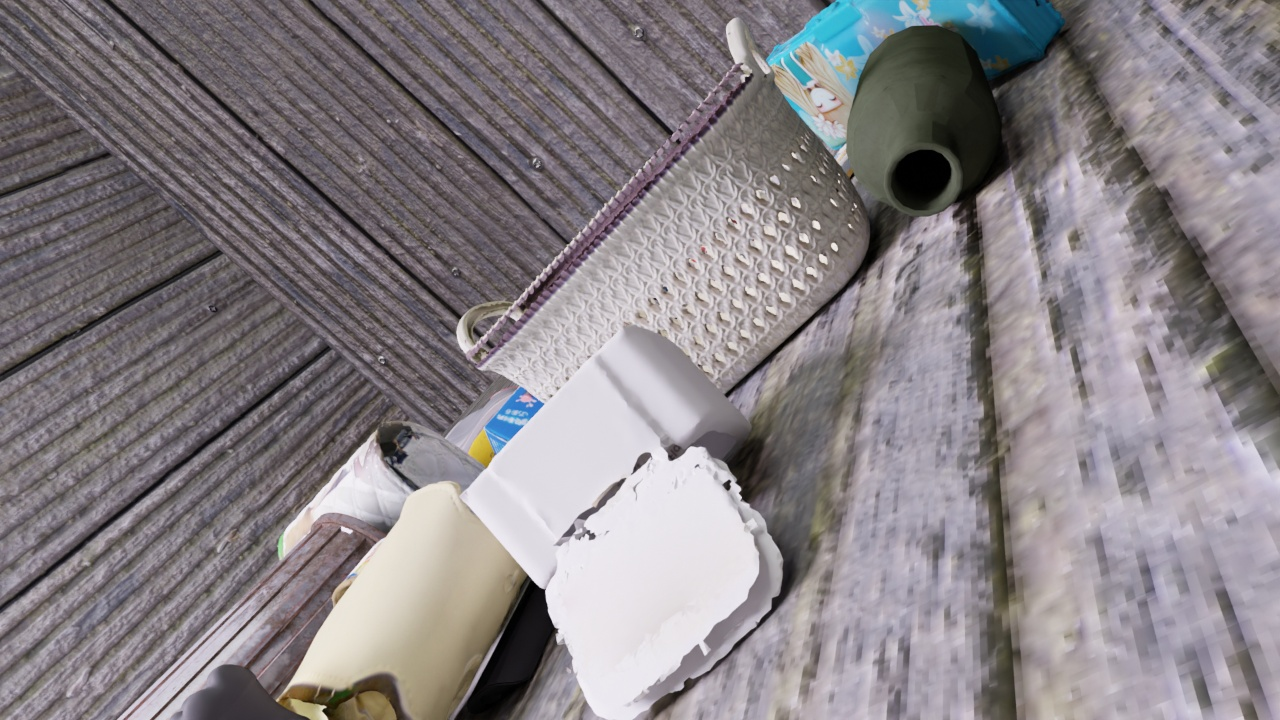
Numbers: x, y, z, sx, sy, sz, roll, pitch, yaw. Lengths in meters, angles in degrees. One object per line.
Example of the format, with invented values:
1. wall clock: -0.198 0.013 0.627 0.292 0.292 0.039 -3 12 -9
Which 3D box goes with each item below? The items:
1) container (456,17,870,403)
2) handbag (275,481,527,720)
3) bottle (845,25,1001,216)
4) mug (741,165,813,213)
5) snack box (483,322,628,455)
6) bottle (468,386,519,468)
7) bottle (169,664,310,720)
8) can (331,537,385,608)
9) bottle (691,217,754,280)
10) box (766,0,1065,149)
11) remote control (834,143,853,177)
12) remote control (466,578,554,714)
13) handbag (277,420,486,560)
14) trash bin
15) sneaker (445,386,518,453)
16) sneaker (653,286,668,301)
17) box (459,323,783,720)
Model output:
1. container: 0.019 -0.060 0.559 0.252 0.143 0.184 -44 10 21
2. handbag: -0.110 0.133 0.448 0.119 0.081 0.111 -61 6 -35
3. bottle: 0.141 -0.119 0.462 0.072 0.071 0.206 -42 9 30
4. mug: 0.097 -0.162 0.775 0.082 0.106 0.082 -46 8 8
5. snack box: -0.058 0.033 0.743 0.153 0.033 0.088 -51 -30 -30
6. bottle: -0.100 0.067 0.816 0.071 0.071 0.163 -39 11 44
7. bottle: -0.140 0.170 0.378 0.036 0.110 0.036 -46 8 8
8. can: -0.138 0.149 0.554 0.086 0.086 0.043 -40 10 40
9. bottle: 0.062 -0.088 0.754 0.062 0.062 0.176 -47 8 2
10. box: 0.166 -0.208 0.613 0.039 0.094 0.227 -52 14 -13
11. remote control: 0.156 -0.150 0.727 0.125 0.018 0.038 -49 8 -11
12. remote control: -0.052 0.125 0.480 0.033 0.015 0.146 -43 9 27
13. handbag: -0.199 0.141 0.740 0.195 0.139 0.072 -43 16 35
14. trash bin: -0.243 0.220 0.614 0.131 0.131 0.210 -38 11 49
15. sneaker: -0.181 0.113 0.936 0.236 0.099 0.089 -40 9 1
16. sneaker: 0.032 -0.104 0.923 0.293 0.121 0.127 -46 27 -21
17. box: -0.008 0.052 0.364 0.111 0.101 0.189 -48 2 8
